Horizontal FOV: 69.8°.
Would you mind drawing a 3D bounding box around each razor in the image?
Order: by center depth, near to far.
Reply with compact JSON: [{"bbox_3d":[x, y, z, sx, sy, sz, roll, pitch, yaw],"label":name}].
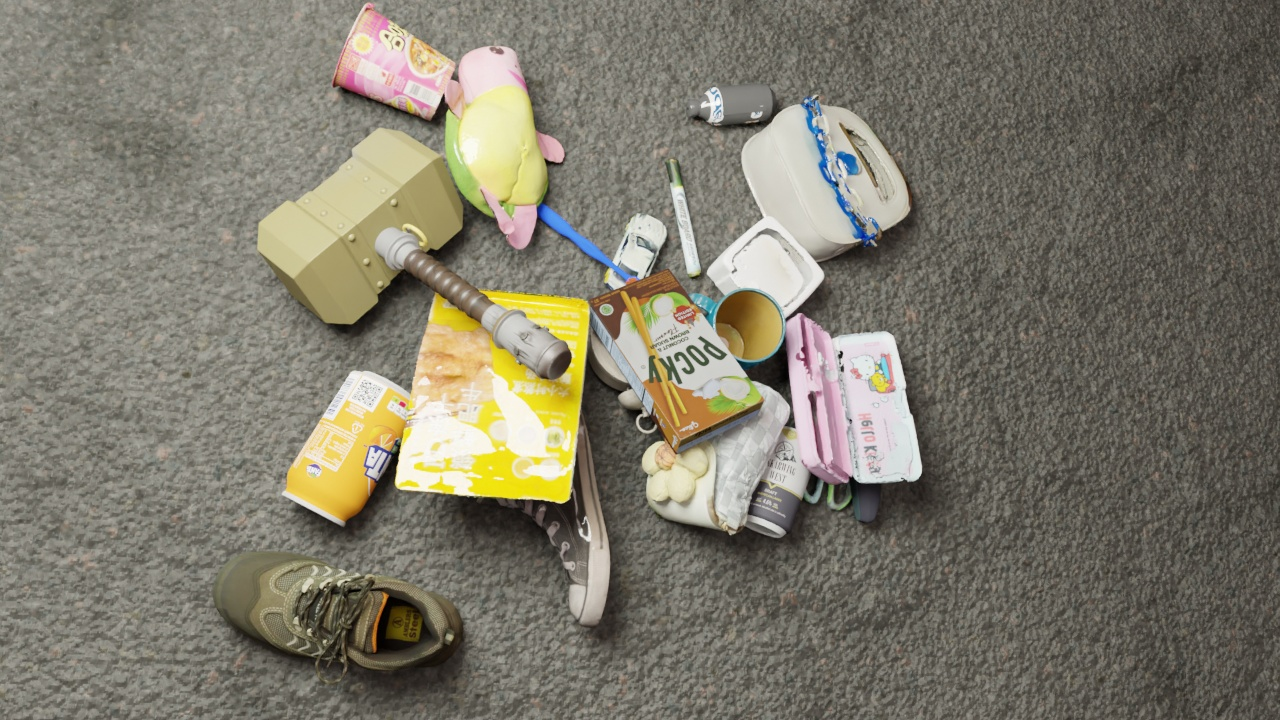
[{"bbox_3d":[0.264,0.117,1.065,0.052,0.047,0.142,4,79,-9],"label":"razor"}]

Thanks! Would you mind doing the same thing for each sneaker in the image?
[{"bbox_3d":[-0.279,0.241,0.845,0.238,0.143,0.101,15,75,-11],"label":"sneaker"},{"bbox_3d":[-0.102,0.161,0.938,0.119,0.095,0.234,-9,83,-14],"label":"sneaker"}]

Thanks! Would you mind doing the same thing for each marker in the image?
[{"bbox_3d":[0.051,-0.169,1.088,0.017,0.017,0.146,-9,81,-17],"label":"marker"}]

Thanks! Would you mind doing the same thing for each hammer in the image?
[{"bbox_3d":[-0.191,-0.076,0.877,0.325,0.101,0.190,34,69,27],"label":"hammer"}]

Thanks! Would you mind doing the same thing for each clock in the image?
[{"bbox_3d":[-0.006,0.006,1.014,0.103,0.061,0.156,-5,72,-17],"label":"clock"}]

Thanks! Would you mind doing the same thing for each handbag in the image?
[{"bbox_3d":[0.077,0.090,0.985,0.123,0.113,0.171,42,66,-31],"label":"handbag"},{"bbox_3d":[0.243,-0.227,1.119,0.199,0.093,0.200,-24,85,-26],"label":"handbag"}]

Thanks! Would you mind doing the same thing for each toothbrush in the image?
[{"bbox_3d":[-0.065,-0.131,1.031,0.182,0.018,0.016,39,112,8],"label":"toothbrush"}]

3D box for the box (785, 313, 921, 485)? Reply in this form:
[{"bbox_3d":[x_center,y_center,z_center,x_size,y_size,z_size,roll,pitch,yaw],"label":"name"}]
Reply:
[{"bbox_3d":[0.229,0.047,1.037,0.149,0.073,0.201,13,53,-18],"label":"box"}]

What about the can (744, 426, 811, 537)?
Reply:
[{"bbox_3d":[0.156,0.130,1.028,0.064,0.064,0.127,26,73,-9],"label":"can"}]

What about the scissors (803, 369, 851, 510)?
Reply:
[{"bbox_3d":[0.234,0.091,1.086,0.078,0.033,0.175,22,75,-14],"label":"scissors"}]

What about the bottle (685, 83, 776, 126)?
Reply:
[{"bbox_3d":[0.110,-0.311,1.119,0.112,0.047,0.047,-10,81,-16],"label":"bottle"}]

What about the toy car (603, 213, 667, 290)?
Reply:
[{"bbox_3d":[-0.004,-0.123,1.056,0.048,0.033,0.105,25,72,-7],"label":"toy car"}]

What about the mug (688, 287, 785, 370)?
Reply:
[{"bbox_3d":[0.092,-0.035,1.025,0.112,0.104,0.084,32,72,-4],"label":"mug"}]

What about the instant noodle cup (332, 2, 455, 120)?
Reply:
[{"bbox_3d":[-0.265,-0.317,0.999,0.108,0.098,0.097,24,73,-18],"label":"instant noodle cup"}]

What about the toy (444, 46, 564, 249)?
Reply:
[{"bbox_3d":[-0.156,-0.238,0.998,0.189,0.088,0.238,10,67,-53],"label":"toy"}]

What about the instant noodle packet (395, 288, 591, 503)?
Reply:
[{"bbox_3d":[-0.139,0.040,0.901,0.163,0.084,0.221,6,51,-3],"label":"instant noodle packet"}]

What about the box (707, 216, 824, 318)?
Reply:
[{"bbox_3d":[0.148,-0.103,1.071,0.102,0.076,0.107,-43,89,-20],"label":"box"}]

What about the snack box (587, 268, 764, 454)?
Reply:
[{"bbox_3d":[0.033,-0.003,0.952,0.100,0.032,0.186,-24,63,-21],"label":"snack box"}]

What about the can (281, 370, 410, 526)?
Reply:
[{"bbox_3d":[-0.286,0.086,0.909,0.079,0.079,0.142,30,72,-7],"label":"can"}]
